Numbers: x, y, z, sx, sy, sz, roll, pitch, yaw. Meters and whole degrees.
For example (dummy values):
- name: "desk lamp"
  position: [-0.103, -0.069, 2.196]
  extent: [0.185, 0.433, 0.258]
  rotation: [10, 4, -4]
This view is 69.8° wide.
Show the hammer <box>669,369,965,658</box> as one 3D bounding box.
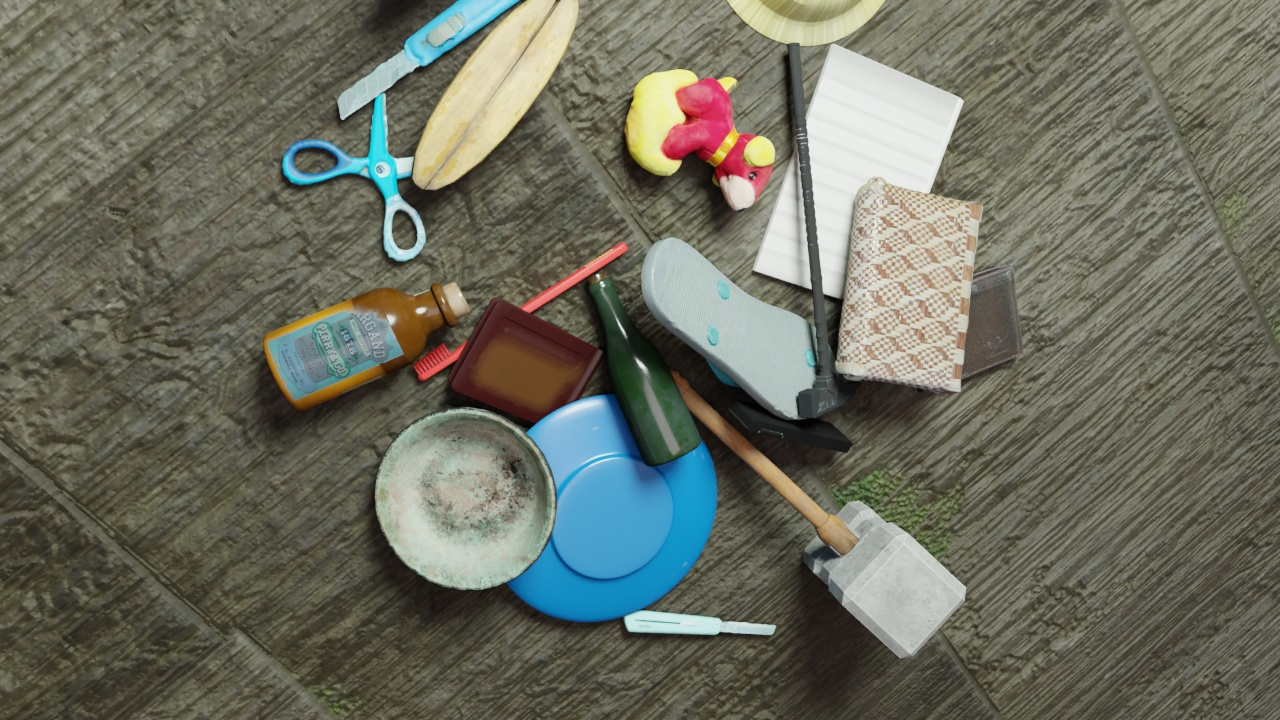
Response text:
- name: "hammer"
  position: [0.136, 0.119, 0.850]
  extent: [0.317, 0.162, 0.083]
  rotation: [43, 90, -4]

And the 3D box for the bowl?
- name: "bowl"
  position: [-0.146, 0.116, 0.789]
  extent: [0.157, 0.038, 0.157]
  rotation: [1, 96, 5]

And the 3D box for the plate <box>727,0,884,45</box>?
- name: "plate"
  position: [0.149, -0.362, 0.768]
  extent: [0.184, 0.036, 0.184]
  rotation: [-4, 105, -14]

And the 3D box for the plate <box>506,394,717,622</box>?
- name: "plate"
  position: [-0.028, 0.142, 0.845]
  extent: [0.224, 0.024, 0.224]
  rotation: [-5, 104, -19]

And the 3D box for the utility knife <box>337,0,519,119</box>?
- name: "utility knife"
  position: [-0.149, -0.260, 0.724]
  extent: [0.221, 0.015, 0.031]
  rotation: [-38, 93, -3]

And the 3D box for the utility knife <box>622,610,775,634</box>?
- name: "utility knife"
  position: [0.060, 0.265, 0.918]
  extent: [0.166, 0.015, 0.022]
  rotation: [9, 69, -18]

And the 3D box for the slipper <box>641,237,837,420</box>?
- name: "slipper"
  position: [0.082, -0.014, 0.802]
  extent: [0.268, 0.055, 0.098]
  rotation: [28, 61, -41]

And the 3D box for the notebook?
- name: "notebook"
  position: [0.202, -0.163, 0.849]
  extent: [0.142, 0.009, 0.210]
  rotation: [16, 99, -18]

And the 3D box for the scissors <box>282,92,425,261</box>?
- name: "scissors"
  position: [-0.217, -0.147, 0.737]
  extent: [0.139, 0.011, 0.134]
  rotation: [-1, 104, -16]

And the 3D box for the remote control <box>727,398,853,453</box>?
- name: "remote control"
  position: [0.141, 0.062, 0.846]
  extent: [0.149, 0.034, 0.013]
  rotation: [15, 113, -41]

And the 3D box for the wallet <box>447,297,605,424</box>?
- name: "wallet"
  position: [-0.098, 0.008, 0.798]
  extent: [0.115, 0.018, 0.091]
  rotation: [27, 98, -29]

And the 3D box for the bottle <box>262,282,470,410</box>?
- name: "bottle"
  position: [-0.215, -0.021, 0.740]
  extent: [0.157, 0.068, 0.068]
  rotation: [-24, 109, -8]

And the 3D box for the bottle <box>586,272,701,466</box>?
- name: "bottle"
  position: [-0.005, 0.005, 0.806]
  extent: [0.055, 0.055, 0.174]
  rotation: [-24, 94, -8]

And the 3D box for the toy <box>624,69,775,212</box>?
- name: "toy"
  position: [0.054, -0.193, 0.778]
  extent: [0.137, 0.067, 0.105]
  rotation: [31, 92, -8]

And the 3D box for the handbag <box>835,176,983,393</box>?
- name: "handbag"
  position: [0.245, -0.067, 0.843]
  extent: [0.124, 0.047, 0.185]
  rotation: [9, 87, -17]

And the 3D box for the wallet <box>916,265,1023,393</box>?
- name: "wallet"
  position: [0.321, -0.031, 0.905]
  extent: [0.120, 0.031, 0.099]
  rotation: [-19, 110, -12]

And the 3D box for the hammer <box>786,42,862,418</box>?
- name: "hammer"
  position: [0.157, -0.116, 0.822]
  extent: [0.094, 0.015, 0.325]
  rotation: [-17, 103, -48]

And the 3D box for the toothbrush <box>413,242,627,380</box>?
- name: "toothbrush"
  position: [-0.104, -0.047, 0.793]
  extent: [0.212, 0.012, 0.018]
  rotation: [-33, 110, -5]

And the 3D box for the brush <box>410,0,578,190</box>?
- name: "brush"
  position: [-0.117, -0.214, 0.727]
  extent: [0.059, 0.043, 0.195]
  rotation: [37, 89, -20]
